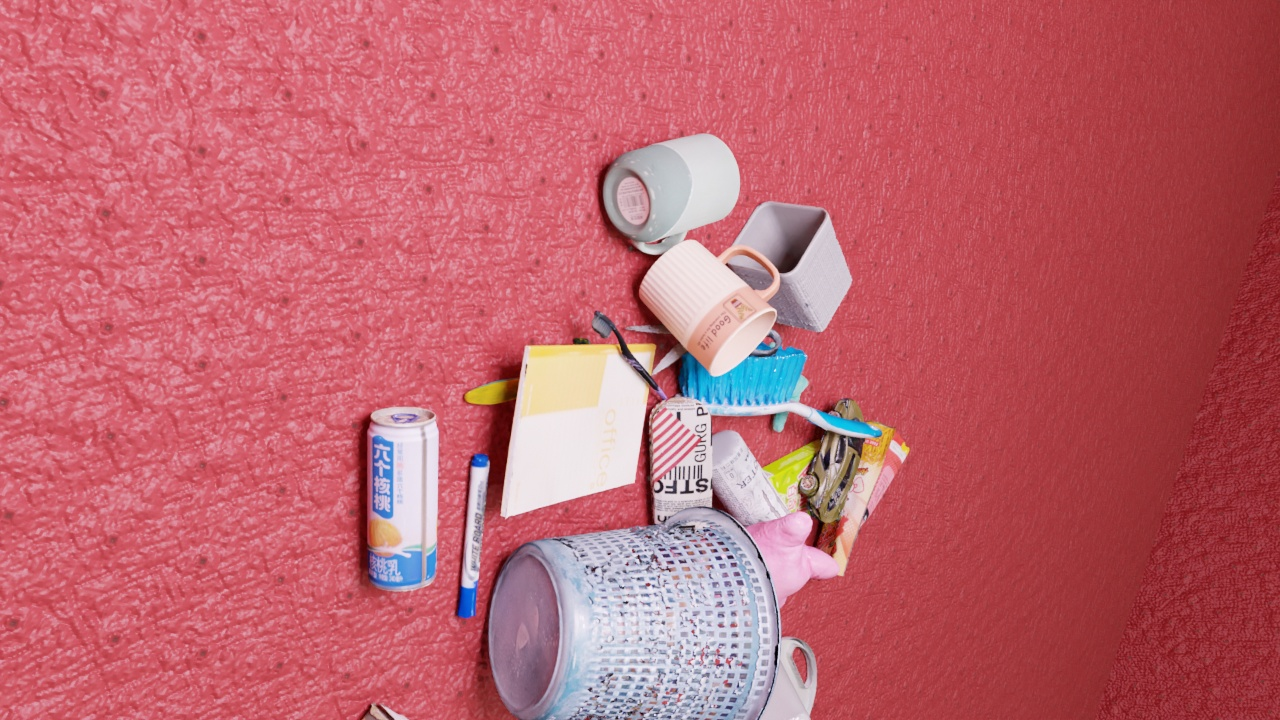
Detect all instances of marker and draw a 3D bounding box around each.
[{"bbox_3d":[-0.144,0.152,0.794,0.016,0.017,0.146,-3,103,-45],"label":"marker"}]

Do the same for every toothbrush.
[{"bbox_3d":[-0.005,0.005,0.865,0.016,0.014,0.189,-59,147,-15],"label":"toothbrush"}]

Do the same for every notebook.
[{"bbox_3d":[-0.051,0.056,0.833,0.206,0.010,0.146,-2,103,-59],"label":"notebook"}]

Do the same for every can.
[{"bbox_3d":[0.117,0.146,1.011,0.058,0.058,0.147,-48,119,-25],"label":"can"},{"bbox_3d":[-0.184,0.106,0.712,0.053,0.053,0.135,-9,108,-44],"label":"can"}]

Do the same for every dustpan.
[{"bbox_3d":[0.142,0.489,1.190,0.257,0.142,0.223,-27,125,-4],"label":"dustpan"}]

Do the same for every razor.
[{"bbox_3d":[-0.094,0.016,0.801,0.132,0.028,0.043,-18,117,-40],"label":"razor"}]

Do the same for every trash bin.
[{"bbox_3d":[-0.020,0.239,0.823,0.194,0.227,0.226,10,94,-34],"label":"trash bin"}]

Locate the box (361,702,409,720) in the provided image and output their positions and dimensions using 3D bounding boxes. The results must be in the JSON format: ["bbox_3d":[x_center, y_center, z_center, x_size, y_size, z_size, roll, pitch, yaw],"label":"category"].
[{"bbox_3d":[-0.177,0.354,0.767,0.060,0.090,0.184,-54,131,-19],"label":"box"}]

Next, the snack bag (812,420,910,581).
[{"bbox_3d":[0.276,0.186,1.184,0.207,0.073,0.129,-61,176,-16],"label":"snack bag"}]

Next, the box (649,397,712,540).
[{"bbox_3d":[0.042,0.115,0.937,0.055,0.070,0.164,-66,154,-64],"label":"box"}]

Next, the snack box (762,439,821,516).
[{"bbox_3d":[0.181,0.160,1.123,0.156,0.026,0.086,-18,115,-42],"label":"snack box"}]

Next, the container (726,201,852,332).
[{"bbox_3d":[0.165,-0.097,0.989,0.090,0.090,0.114,-57,137,-17],"label":"container"}]

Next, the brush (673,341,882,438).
[{"bbox_3d":[0.165,0.037,1.016,0.313,0.060,0.109,2,108,-32],"label":"brush"}]

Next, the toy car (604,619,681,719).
[{"bbox_3d":[-0.001,0.328,0.979,0.054,0.037,0.120,38,84,-45],"label":"toy car"}]

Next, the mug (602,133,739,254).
[{"bbox_3d":[0.023,-0.145,0.840,0.106,0.082,0.112,-25,143,-40],"label":"mug"}]

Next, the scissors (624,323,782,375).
[{"bbox_3d":[0.068,-0.032,0.920,0.159,0.014,0.177,26,51,-8],"label":"scissors"}]

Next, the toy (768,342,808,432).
[{"bbox_3d":[0.162,0.034,1.065,0.091,0.030,0.096,18,91,-43],"label":"toy"}]

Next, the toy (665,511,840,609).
[{"bbox_3d":[0.113,0.232,0.987,0.178,0.195,0.074,59,16,-44],"label":"toy"}]

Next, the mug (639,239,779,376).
[{"bbox_3d":[0.073,-0.061,0.865,0.114,0.106,0.082,-42,160,-4],"label":"mug"}]

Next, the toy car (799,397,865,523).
[{"bbox_3d":[0.242,0.122,1.127,0.070,0.042,0.158,33,72,-45],"label":"toy car"}]
